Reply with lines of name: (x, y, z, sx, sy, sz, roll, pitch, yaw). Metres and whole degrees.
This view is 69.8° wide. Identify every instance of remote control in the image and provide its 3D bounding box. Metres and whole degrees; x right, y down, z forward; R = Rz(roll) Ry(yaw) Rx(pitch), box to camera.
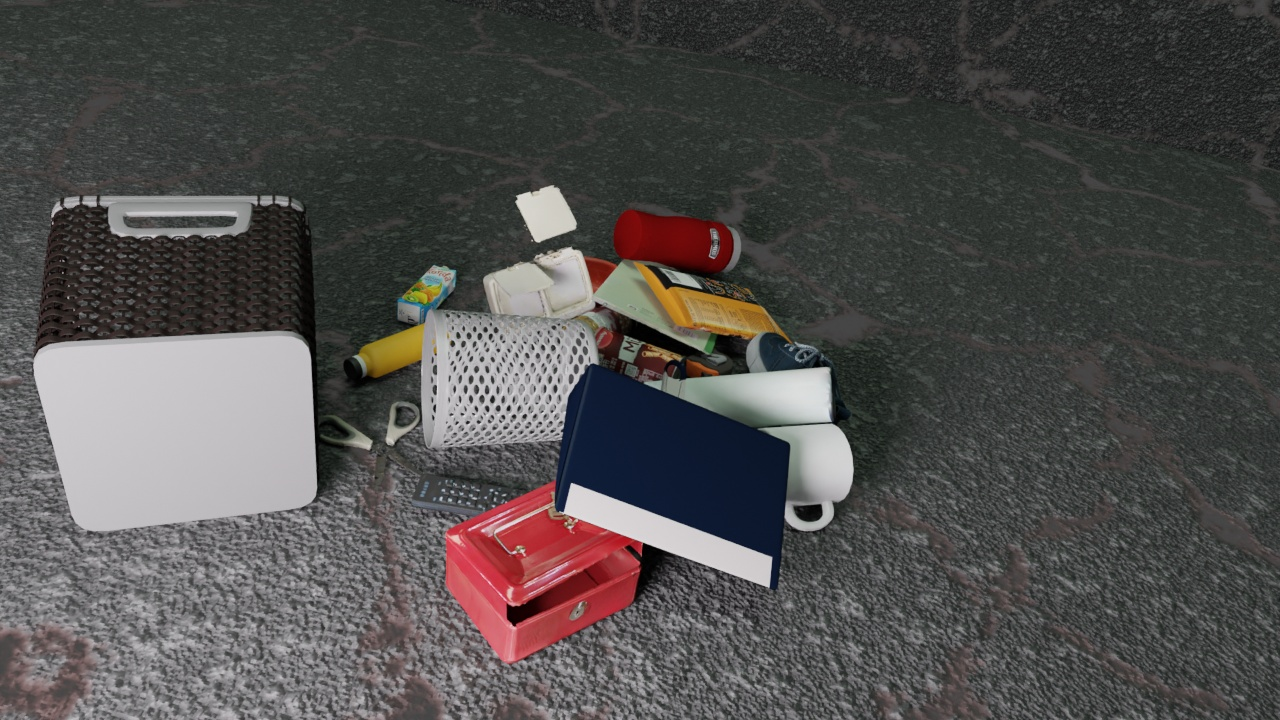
remote control: (-0.164, 0.153, 0.977, 0.150, 0.022, 0.047, 10, 31, -3)

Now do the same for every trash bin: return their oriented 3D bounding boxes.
trash bin: (-0.153, 0.022, 1.065, 0.183, 0.157, 0.156, 1, 33, -19)

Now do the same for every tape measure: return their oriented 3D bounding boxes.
tape measure: (0.097, 0.008, 1.259, 0.058, 0.038, 0.059, -19, 42, -38)

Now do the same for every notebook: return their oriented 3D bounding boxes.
notebook: (0.041, -0.093, 1.362, 0.182, 0.010, 0.252, 25, 25, 2)

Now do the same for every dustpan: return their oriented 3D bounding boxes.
dustpan: (0.034, 0.091, 0.965, 0.236, 0.080, 0.272, 22, 52, -13)

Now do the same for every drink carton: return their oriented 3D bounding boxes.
drink carton: (-0.304, -0.095, 1.312, 0.044, 0.039, 0.128, 14, 32, 7)

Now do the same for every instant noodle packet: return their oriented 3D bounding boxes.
instant noodle packet: (0.110, -0.081, 1.350, 0.220, 0.032, 0.159, 9, 33, -33)

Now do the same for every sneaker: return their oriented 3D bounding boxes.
sneaker: (0.210, 0.018, 1.211, 0.089, 0.088, 0.235, 23, 27, -27)

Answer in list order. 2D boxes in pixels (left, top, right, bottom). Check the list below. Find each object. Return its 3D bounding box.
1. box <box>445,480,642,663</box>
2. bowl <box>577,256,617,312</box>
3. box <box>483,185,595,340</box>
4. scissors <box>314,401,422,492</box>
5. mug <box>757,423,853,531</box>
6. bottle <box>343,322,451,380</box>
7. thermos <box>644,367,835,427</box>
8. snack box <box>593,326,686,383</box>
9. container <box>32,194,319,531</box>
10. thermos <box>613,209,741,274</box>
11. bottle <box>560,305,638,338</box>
box: (-0.093, 0.194, 0.876, 0.157, 0.087, 0.129, -20, 43, -33)
bowl: (-0.081, -0.109, 1.388, 0.130, 0.045, 0.130, 7, 32, -5)
box: (-0.133, -0.123, 1.224, 0.143, 0.187, 0.105, -24, 24, -19)
scissors: (-0.297, 0.091, 1.044, 0.171, 0.013, 0.157, 17, 34, 11)
mug: (0.184, 0.135, 1.048, 0.090, 0.091, 0.121, -2, 67, -19)
bottle: (-0.311, -0.012, 1.174, 0.043, 0.043, 0.143, 30, 37, 29)
thermos: (0.116, 0.049, 1.106, 0.230, 0.068, 0.067, -5, 29, 14)
snack box: (-0.007, 0.007, 1.202, 0.121, 0.072, 0.072, 19, 33, 14)
container: (-0.455, -0.002, 0.934, 0.247, 0.246, 0.243, -4, 38, -21)
thermos: (0.053, -0.187, 1.461, 0.198, 0.084, 0.108, 4, -1, -35)
bottle: (-0.057, -0.045, 1.283, 0.056, 0.056, 0.105, 29, 36, 27)
